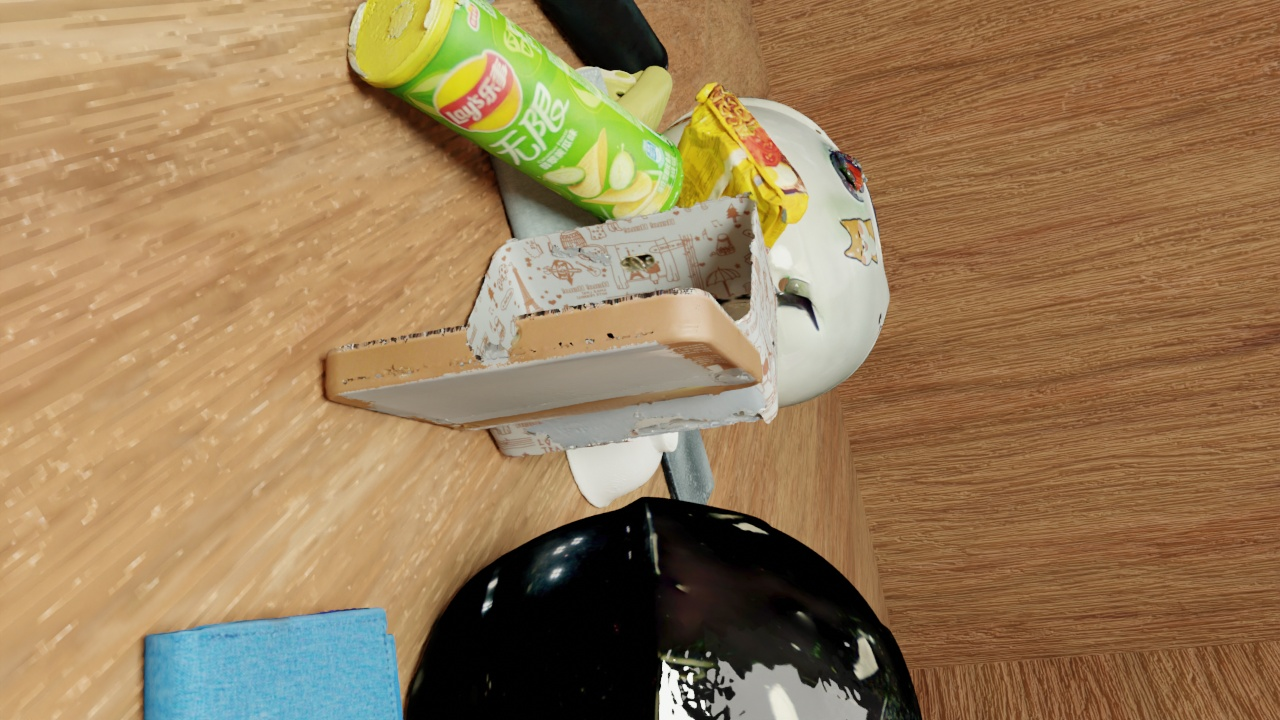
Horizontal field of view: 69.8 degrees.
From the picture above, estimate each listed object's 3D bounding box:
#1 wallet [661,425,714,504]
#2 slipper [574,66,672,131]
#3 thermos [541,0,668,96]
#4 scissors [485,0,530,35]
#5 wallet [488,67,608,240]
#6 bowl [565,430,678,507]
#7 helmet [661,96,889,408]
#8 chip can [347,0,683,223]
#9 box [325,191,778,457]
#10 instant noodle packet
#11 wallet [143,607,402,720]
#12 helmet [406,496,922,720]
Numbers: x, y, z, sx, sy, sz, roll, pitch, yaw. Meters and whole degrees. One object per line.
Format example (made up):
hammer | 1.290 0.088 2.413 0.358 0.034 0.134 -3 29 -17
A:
wallet | 0.046 0.107 0.933 0.120 0.019 0.097 -53 129 -66
slipper | -0.034 -0.196 0.762 0.190 0.081 0.092 -57 171 -50
thermos | -0.045 -0.325 0.811 0.242 0.068 0.090 30 41 -68
scissors | -0.113 -0.239 0.633 0.163 0.014 0.165 40 44 -61
wallet | -0.050 -0.131 0.642 0.106 0.037 0.130 -24 106 -28
bowl | -0.009 0.049 0.701 0.118 0.065 0.118 -11 90 -73
helmet | 0.076 -0.082 0.751 0.156 0.230 0.274 -29 100 -67
chip can | -0.059 -0.144 0.539 0.221 0.073 0.072 24 56 -49
box | -0.023 -0.007 0.496 0.271 0.179 0.130 -48 127 -70
instant noodle packet | 0.056 -0.105 0.624 0.110 0.044 0.129 59 -30 19
wallet | -0.121 0.155 0.315 0.106 0.040 0.133 20 60 -61
helmet | 0.026 0.187 0.451 0.274 0.231 0.233 19 53 -26
